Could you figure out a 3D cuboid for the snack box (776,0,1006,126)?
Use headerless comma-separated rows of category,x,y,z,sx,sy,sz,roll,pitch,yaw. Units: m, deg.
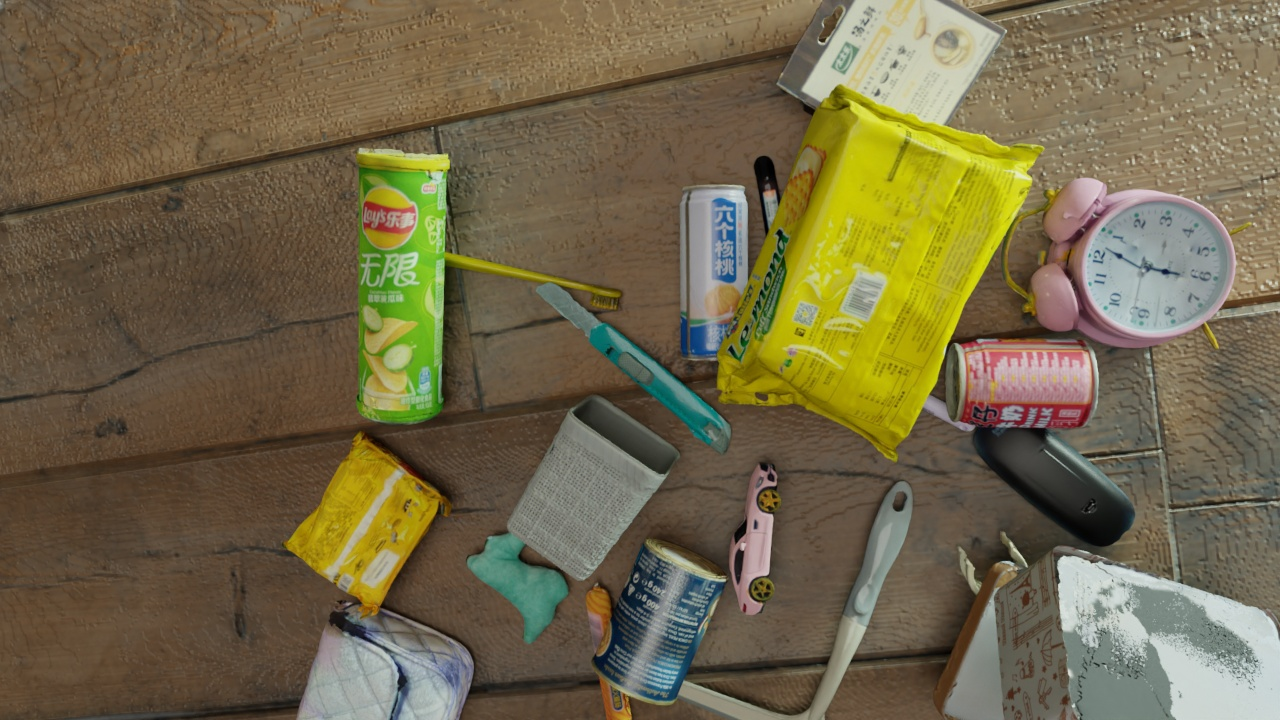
snack box,0.184,-0.221,0.683,0.125,0.053,0.113,32,101,6

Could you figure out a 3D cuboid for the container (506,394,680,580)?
container,-0.040,0.103,0.739,0.090,0.090,0.114,35,103,6

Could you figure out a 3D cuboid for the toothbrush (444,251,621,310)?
toothbrush,-0.108,-0.070,0.770,0.190,0.015,0.017,13,104,9

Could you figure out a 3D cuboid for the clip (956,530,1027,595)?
clip,0.296,0.178,0.712,0.083,0.034,0.104,-41,92,12

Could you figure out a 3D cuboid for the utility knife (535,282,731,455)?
utility knife,-0.004,0.004,0.754,0.207,0.013,0.029,40,109,1

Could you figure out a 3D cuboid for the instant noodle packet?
instant noodle packet,-0.237,0.143,0.795,0.111,0.044,0.128,35,91,12

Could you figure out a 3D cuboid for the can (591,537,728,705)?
can,0.016,0.207,0.738,0.075,0.075,0.111,23,92,7

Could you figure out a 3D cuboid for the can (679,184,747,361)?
can,0.058,-0.068,0.720,0.053,0.053,0.134,0,95,10

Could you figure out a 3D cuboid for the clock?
clock,0.344,-0.070,0.665,0.158,0.059,0.117,12,96,11

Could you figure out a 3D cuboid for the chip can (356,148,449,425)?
chip can,-0.194,-0.057,0.745,0.072,0.072,0.221,7,104,10

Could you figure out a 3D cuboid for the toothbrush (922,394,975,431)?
toothbrush,0.176,0.010,0.724,0.189,0.029,0.021,26,62,6

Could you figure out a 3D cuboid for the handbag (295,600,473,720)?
handbag,-0.235,0.322,0.800,0.134,0.075,0.194,20,98,10

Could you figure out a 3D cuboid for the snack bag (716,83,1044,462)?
snack bag,0.164,-0.060,0.657,0.158,0.068,0.247,19,104,-5

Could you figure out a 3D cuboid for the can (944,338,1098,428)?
can,0.279,0.017,0.680,0.094,0.066,0.066,0,95,8

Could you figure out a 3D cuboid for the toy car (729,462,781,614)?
toy car,0.091,0.142,0.734,0.037,0.056,0.122,5,96,3

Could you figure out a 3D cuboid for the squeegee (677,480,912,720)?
squeegee,0.169,0.213,0.735,0.246,0.039,0.247,21,98,8

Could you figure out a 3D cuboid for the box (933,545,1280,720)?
box,0.325,0.237,0.661,0.182,0.152,0.179,18,138,-4

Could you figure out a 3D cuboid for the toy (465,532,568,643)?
toy,-0.103,0.182,0.787,0.092,0.030,0.096,34,94,3

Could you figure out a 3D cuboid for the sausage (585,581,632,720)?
sausage,-0.025,0.269,0.784,0.021,0.021,0.165,-9,94,11

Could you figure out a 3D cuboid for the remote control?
remote control,0.318,0.091,0.703,0.136,0.024,0.053,39,100,5

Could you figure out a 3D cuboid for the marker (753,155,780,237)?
marker,0.108,-0.101,0.729,0.018,0.015,0.124,-10,91,9
